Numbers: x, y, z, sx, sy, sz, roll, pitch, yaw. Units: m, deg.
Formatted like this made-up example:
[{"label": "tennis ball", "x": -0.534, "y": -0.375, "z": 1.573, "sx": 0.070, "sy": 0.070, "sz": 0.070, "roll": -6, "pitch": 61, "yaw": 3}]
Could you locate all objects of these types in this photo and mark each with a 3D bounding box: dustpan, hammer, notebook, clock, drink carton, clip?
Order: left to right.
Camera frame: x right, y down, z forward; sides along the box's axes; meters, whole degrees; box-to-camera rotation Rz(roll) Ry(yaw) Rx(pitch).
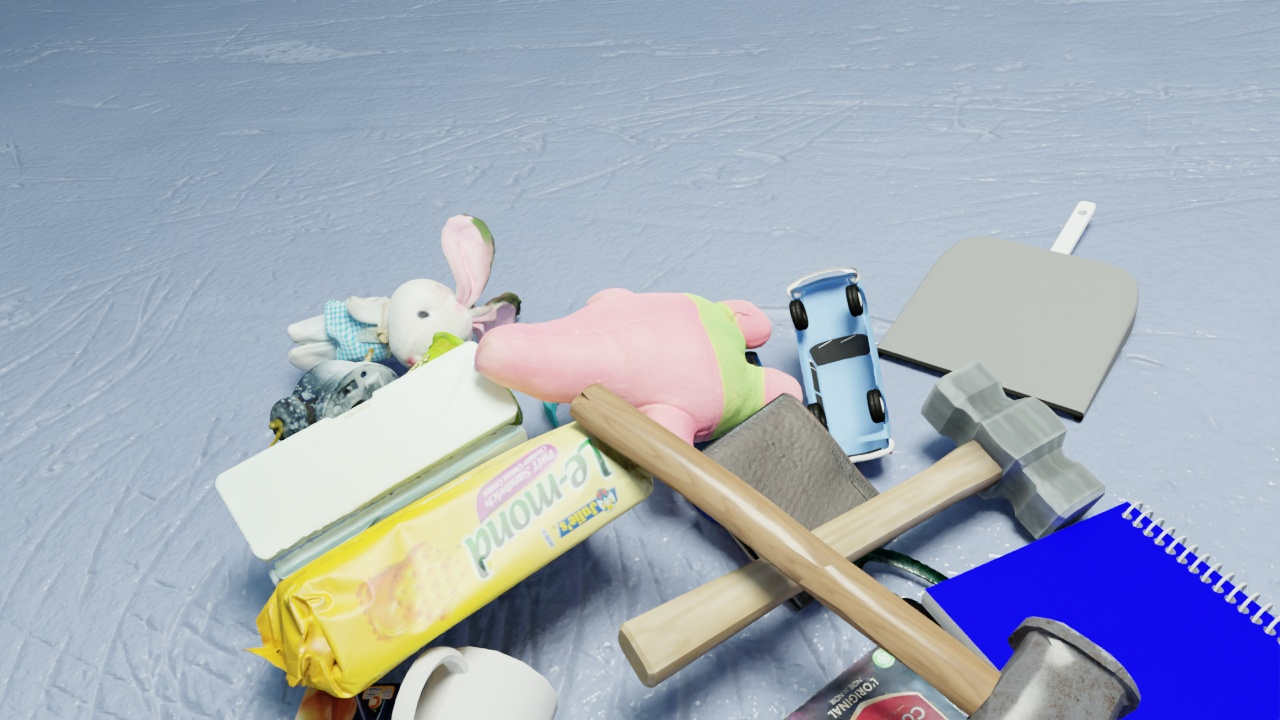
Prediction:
[{"label": "drink carton", "x": -0.174, "y": 0.248, "z": 0.511, "sx": 0.064, "sy": 0.040, "sz": 0.129, "roll": -4, "pitch": 40, "yaw": 10}, {"label": "clock", "x": -0.241, "y": 0.051, "z": 0.725, "sx": 0.052, "sy": 0.090, "sz": 0.129, "roll": 9, "pitch": 40, "yaw": 30}, {"label": "clip", "x": -0.038, "y": 0.009, "z": 0.780, "sx": 0.113, "sy": 0.028, "sz": 0.126, "roll": -2, "pitch": 39, "yaw": 14}, {"label": "hammer", "x": 0.091, "y": 0.108, "z": 0.485, "sx": 0.328, "sy": 0.052, "sz": 0.097, "roll": 36, "pitch": 65, "yaw": 23}, {"label": "hammer", "x": 0.132, "y": 0.104, "z": 0.556, "sx": 0.322, "sy": 0.051, "sz": 0.117, "roll": -22, "pitch": 58, "yaw": -24}, {"label": "dustpan", "x": 0.332, "y": -0.062, "z": 0.773, "sx": 0.163, "sy": 0.033, "sz": 0.257, "roll": 21, "pitch": 58, "yaw": 33}, {"label": "notebook", "x": 0.288, "y": 0.171, "z": 0.490, "sx": 0.171, "sy": 0.022, "sz": 0.209, "roll": -17, "pitch": 39, "yaw": -19}]

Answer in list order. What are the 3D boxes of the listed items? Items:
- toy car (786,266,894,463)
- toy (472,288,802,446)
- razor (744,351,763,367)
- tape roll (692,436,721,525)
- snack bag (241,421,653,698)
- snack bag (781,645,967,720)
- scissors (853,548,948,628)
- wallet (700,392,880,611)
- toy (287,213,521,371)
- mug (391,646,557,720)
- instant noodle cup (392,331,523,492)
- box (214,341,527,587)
[{"label": "toy car", "x": 0.148, "y": 0.005, "z": 0.678, "sx": 0.056, "sy": 0.055, "sz": 0.153, "roll": -15, "pitch": 65, "yaw": 20}, {"label": "toy", "x": -0.004, "y": 0.004, "z": 0.670, "sx": 0.236, "sy": 0.097, "sz": 0.191, "roll": 1, "pitch": 43, "yaw": -22}, {"label": "razor", "x": 0.033, "y": 0.033, "z": 0.736, "sx": 0.144, "sy": 0.022, "sz": 0.042, "roll": -19, "pitch": 53, "yaw": -2}, {"label": "tape roll", "x": 0.079, "y": 0.081, "z": 0.669, "sx": 0.093, "sy": 0.016, "sz": 0.091, "roll": -18, "pitch": 40, "yaw": -8}, {"label": "snack bag", "x": -0.118, "y": 0.114, "z": 0.562, "sx": 0.246, "sy": 0.068, "sz": 0.160, "roll": -29, "pitch": 3, "yaw": -29}, {"label": "snack bag", "x": 0.105, "y": 0.221, "z": 0.496, "sx": 0.155, "sy": 0.018, "sz": 0.074, "roll": -29, "pitch": 43, "yaw": -23}, {"label": "scissors", "x": 0.175, "y": 0.187, "z": 0.499, "sx": 0.202, "sy": 0.015, "sz": 0.203, "roll": 27, "pitch": 41, "yaw": 34}, {"label": "wallet", "x": 0.100, "y": 0.089, "z": 0.609, "sx": 0.099, "sy": 0.031, "sz": 0.120, "roll": -33, "pitch": 74, "yaw": -24}, {"label": "toy", "x": -0.210, "y": -0.031, "z": 0.792, "sx": 0.205, "sy": 0.131, "sz": 0.105, "roll": -16, "pitch": 40, "yaw": 0}, {"label": "mug", "x": -0.100, "y": 0.205, "z": 0.495, "sx": 0.074, "sy": 0.105, "sz": 0.089, "roll": -7, "pitch": 38, "yaw": 25}, {"label": "instant noodle cup", "x": -0.162, "y": 0.049, "z": 0.713, "sx": 0.099, "sy": 0.099, "sz": 0.107, "roll": 26, "pitch": 60, "yaw": 36}, {"label": "box", "x": -0.175, "y": 0.082, "z": 0.642, "sx": 0.197, "sy": 0.126, "sz": 0.075, "roll": -30, "pitch": 43, "yaw": -22}]
